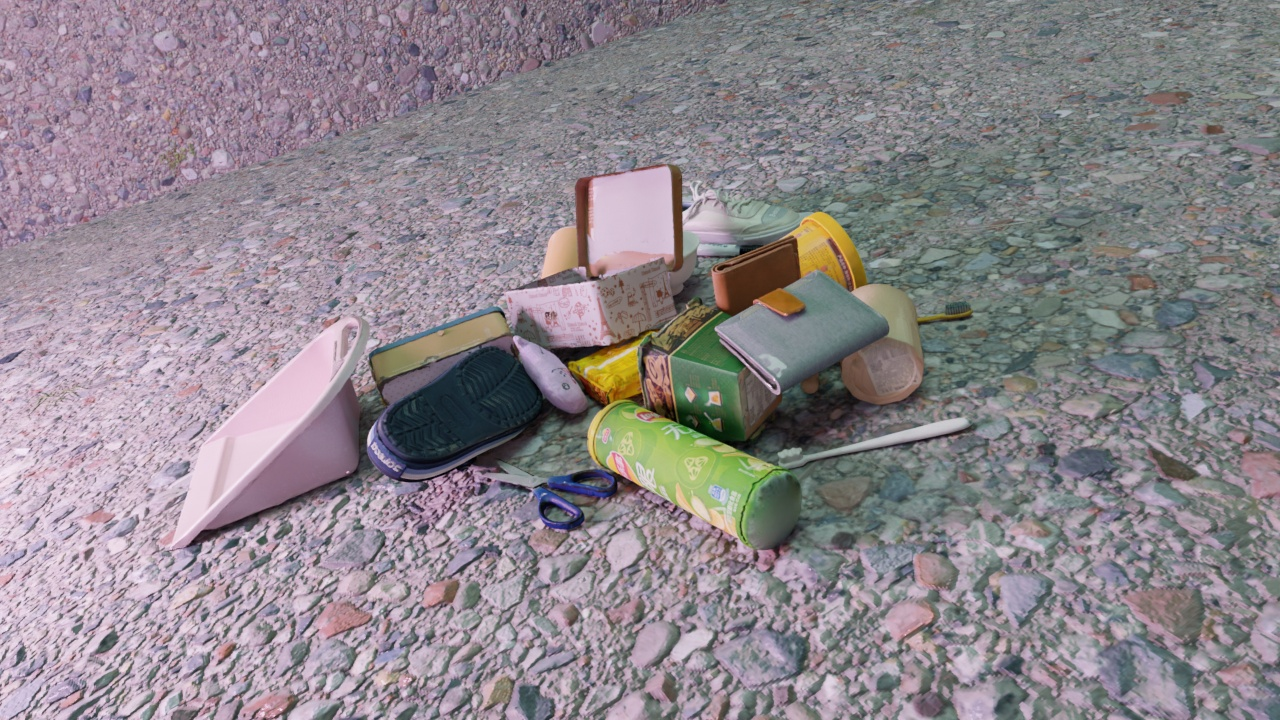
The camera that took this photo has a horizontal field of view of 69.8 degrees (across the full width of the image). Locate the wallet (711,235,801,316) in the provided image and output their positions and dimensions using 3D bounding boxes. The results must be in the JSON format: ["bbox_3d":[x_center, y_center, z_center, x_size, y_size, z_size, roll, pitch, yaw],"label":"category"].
[{"bbox_3d":[0.130,-0.056,0.973,0.107,0.132,0.031,-24,34,-17],"label":"wallet"}]

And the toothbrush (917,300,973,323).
[{"bbox_3d":[0.271,-0.044,1.024,0.191,0.018,0.016,-8,27,12],"label":"toothbrush"}]

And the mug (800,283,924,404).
[{"bbox_3d":[0.221,-0.012,0.930,0.125,0.084,0.103,-14,29,18],"label":"mug"}]

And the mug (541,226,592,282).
[{"bbox_3d":[-0.103,-0.128,1.301,0.078,0.078,0.122,-8,34,12],"label":"mug"}]

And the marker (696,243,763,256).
[{"bbox_3d":[0.115,-0.158,1.305,0.131,0.018,0.022,7,26,33],"label":"marker"}]

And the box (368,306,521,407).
[{"bbox_3d":[-0.223,0.003,1.091,0.184,0.090,0.059,-21,48,-15],"label":"box"}]

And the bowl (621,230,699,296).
[{"bbox_3d":[0.028,-0.122,1.232,0.118,0.065,0.118,-12,28,6],"label":"bowl"}]

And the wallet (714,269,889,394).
[{"bbox_3d":[0.149,-0.033,0.859,0.129,0.037,0.106,-28,49,-18],"label":"wallet"}]

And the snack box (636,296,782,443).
[{"bbox_3d":[0.077,0.015,0.914,0.106,0.118,0.118,13,37,34],"label":"snack box"}]

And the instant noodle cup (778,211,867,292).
[{"bbox_3d":[0.183,-0.094,1.065,0.114,0.118,0.118,-28,30,-8],"label":"instant noodle cup"}]

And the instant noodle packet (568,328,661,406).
[{"bbox_3d":[-0.006,0.006,1.041,0.128,0.044,0.111,-24,28,-22],"label":"instant noodle packet"}]

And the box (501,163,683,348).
[{"bbox_3d":[-0.062,-0.123,1.115,0.181,0.227,0.156,2,5,45],"label":"box"}]

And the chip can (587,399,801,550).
[{"bbox_3d":[0.045,0.098,0.822,0.072,0.073,0.221,-32,33,-29],"label":"chip can"}]

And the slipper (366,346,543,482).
[{"bbox_3d":[-0.195,0.069,0.976,0.095,0.105,0.252,-48,-5,30],"label":"slipper"}]

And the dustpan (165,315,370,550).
[{"bbox_3d":[-0.421,0.057,1.046,0.273,0.139,0.222,-19,29,-10],"label":"dustpan"}]

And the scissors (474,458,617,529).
[{"bbox_3d":[-0.093,0.119,0.913,0.140,0.012,0.171,-21,29,-10],"label":"scissors"}]

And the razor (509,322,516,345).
[{"bbox_3d":[-0.209,-0.011,1.193,0.142,0.022,0.042,-25,74,-12],"label":"razor"}]

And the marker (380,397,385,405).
[{"bbox_3d":[-0.258,0.039,1.134,0.124,0.015,0.018,-12,32,0],"label":"marker"}]

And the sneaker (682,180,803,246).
[{"bbox_3d":[0.120,-0.217,1.333,0.243,0.091,0.089,4,35,30],"label":"sneaker"}]

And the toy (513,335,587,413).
[{"bbox_3d":[-0.095,0.022,1.027,0.039,0.084,0.108,-47,54,6],"label":"toy"}]

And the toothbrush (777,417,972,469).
[{"bbox_3d":[0.215,0.073,0.844,0.180,0.016,0.016,-12,31,4],"label":"toothbrush"}]
